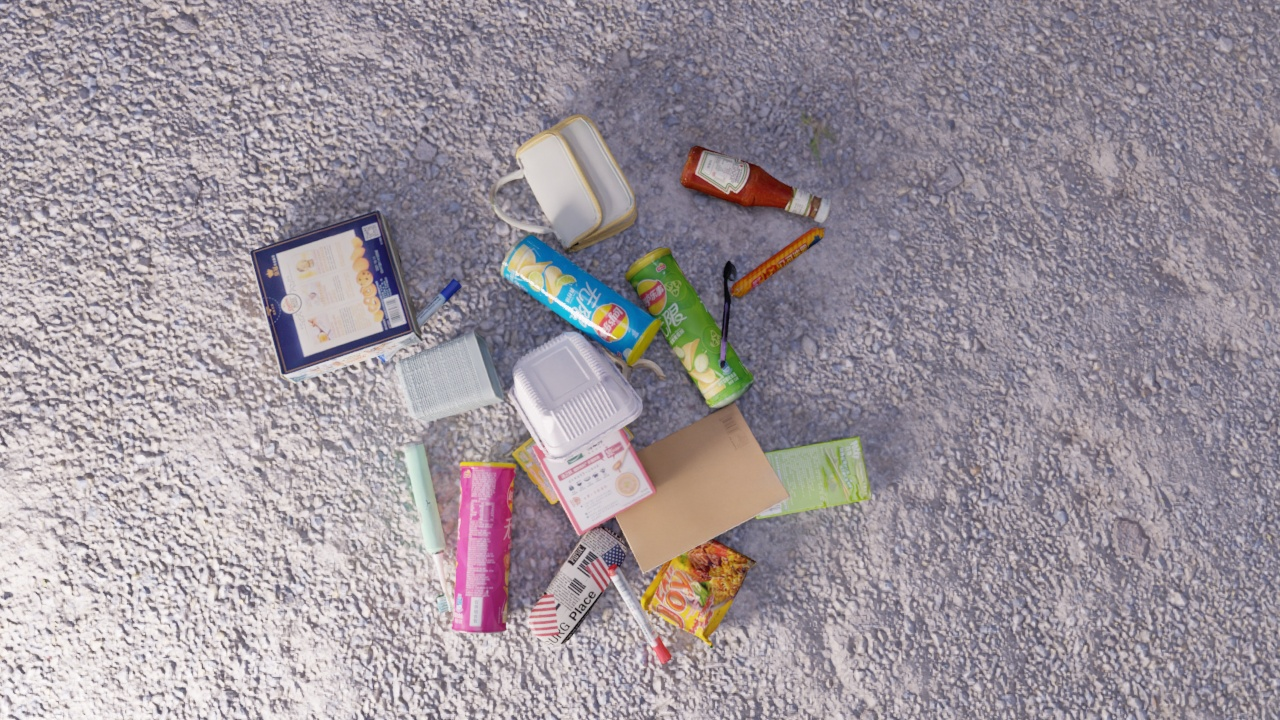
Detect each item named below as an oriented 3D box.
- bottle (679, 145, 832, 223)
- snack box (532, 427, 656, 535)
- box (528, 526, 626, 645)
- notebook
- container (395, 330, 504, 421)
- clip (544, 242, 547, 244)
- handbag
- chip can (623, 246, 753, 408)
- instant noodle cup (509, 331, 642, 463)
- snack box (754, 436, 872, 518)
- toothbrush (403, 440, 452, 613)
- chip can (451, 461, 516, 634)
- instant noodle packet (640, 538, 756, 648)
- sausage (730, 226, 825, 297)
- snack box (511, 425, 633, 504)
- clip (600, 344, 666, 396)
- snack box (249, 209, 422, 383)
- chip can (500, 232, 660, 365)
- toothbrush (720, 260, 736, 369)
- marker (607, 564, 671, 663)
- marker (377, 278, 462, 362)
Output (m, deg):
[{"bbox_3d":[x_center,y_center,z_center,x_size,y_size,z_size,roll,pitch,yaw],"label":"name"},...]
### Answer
[{"bbox_3d":[0.158,-0.235,1.248,0.206,0.060,0.059,18,82,0],"label":"bottle"},{"bbox_3d":[-0.059,0.139,1.163,0.113,0.044,0.127,-28,87,-5],"label":"snack box"},{"bbox_3d":[-0.081,0.288,1.179,0.072,0.060,0.164,41,82,-20],"label":"box"},{"bbox_3d":[0.065,0.161,1.189,0.211,0.012,0.149,-27,65,-4],"label":"notebook"},{"bbox_3d":[-0.246,0.026,1.184,0.111,0.090,0.090,-19,83,-2],"label":"container"},{"bbox_3d":[-0.139,-0.133,1.246,0.049,0.015,0.057,2,85,1],"label":"clip"},{"bbox_3d":[-0.111,-0.228,1.240,0.178,0.063,0.163,-28,82,-2],"label":"handbag"},{"bbox_3d":[0.066,-0.041,1.211,0.072,0.072,0.221,-32,85,-6],"label":"chip can"},{"bbox_3d":[-0.092,0.033,1.152,0.138,0.060,0.173,-31,40,-7],"label":"instant noodle cup"},{"bbox_3d":[0.220,0.154,1.212,0.156,0.026,0.085,-10,82,-3],"label":"snack box"},{"bbox_3d":[-0.271,0.214,1.187,0.027,0.027,0.224,-11,82,-25],"label":"toothbrush"},{"bbox_3d":[-0.199,0.235,1.164,0.071,0.071,0.210,2,83,-2],"label":"chip can"},{"bbox_3d":[0.073,0.289,1.180,0.111,0.044,0.128,29,82,6],"label":"instant noodle packet"},{"bbox_3d":[0.188,-0.135,1.253,0.165,0.021,0.021,-36,85,-6],"label":"sausage"},{"bbox_3d":[-0.088,0.112,1.205,0.140,0.034,0.087,-40,85,-8],"label":"snack box"},{"bbox_3d":[-0.002,0.005,1.223,0.094,0.035,0.102,-19,75,0],"label":"clip"},{"bbox_3d":[-0.400,-0.085,1.207,0.182,0.046,0.178,-18,78,-2],"label":"snack box"},{"bbox_3d":[-0.078,-0.080,1.190,0.210,0.071,0.071,34,82,8],"label":"chip can"},{"bbox_3d":[0.114,-0.061,1.203,0.016,0.014,0.188,28,47,-24],"label":"toothbrush"},{"bbox_3d":[-0.001,0.322,1.167,0.017,0.017,0.145,-30,100,-6],"label":"marker"},{"bbox_3d":[-0.296,-0.053,1.228,0.017,0.017,0.145,43,83,4],"label":"marker"}]
